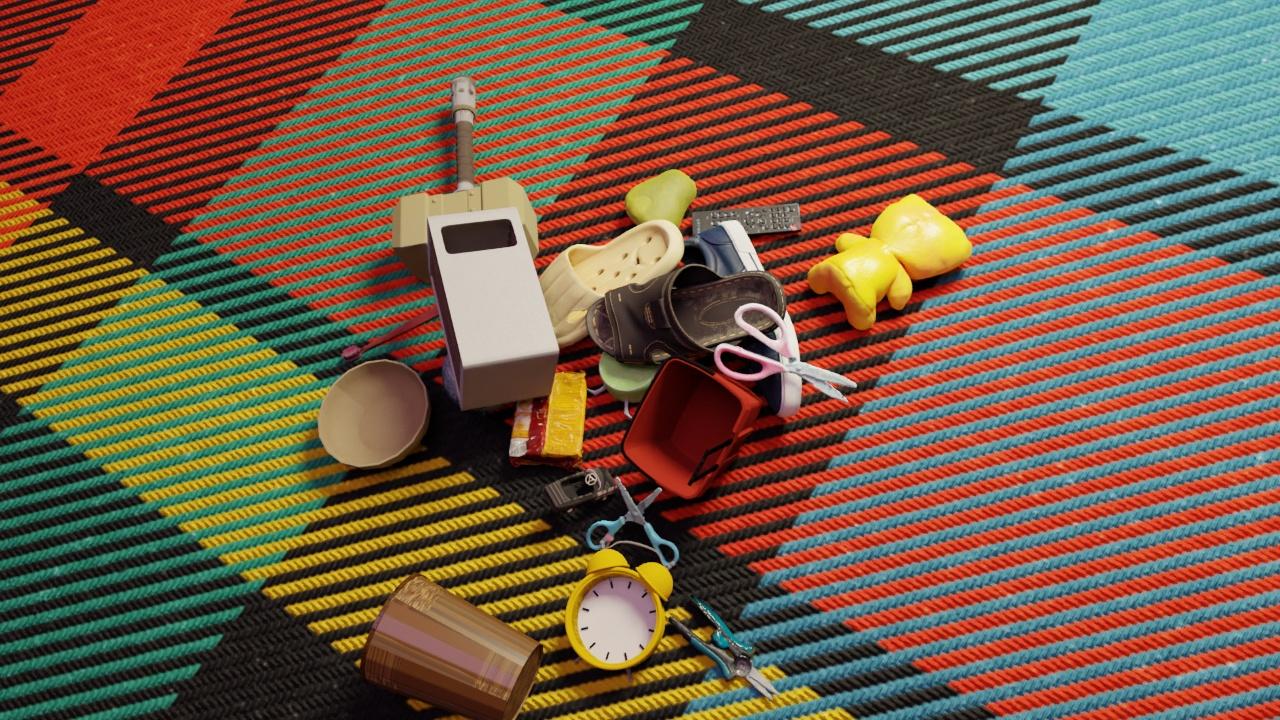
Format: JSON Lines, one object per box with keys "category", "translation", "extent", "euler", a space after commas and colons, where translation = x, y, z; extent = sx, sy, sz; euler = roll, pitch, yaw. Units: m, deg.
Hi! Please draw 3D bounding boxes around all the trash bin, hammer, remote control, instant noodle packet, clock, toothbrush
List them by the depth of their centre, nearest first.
{"category": "clock", "translation": [-0.024, 0.287, 1.068], "extent": [0.114, 0.052, 0.151], "euler": [13, 73, 16]}
{"category": "trash bin", "translation": [-0.193, -0.069, 1.169], "extent": [0.114, 0.115, 0.228], "euler": [-10, 62, -17]}
{"category": "instant noodle packet", "translation": [-0.118, 0.077, 1.190], "extent": [0.099, 0.040, 0.135], "euler": [-3, 65, 12]}
{"category": "clock", "translation": [-0.007, 0.007, 1.201], "extent": [0.094, 0.042, 0.119], "euler": [31, 73, 21]}
{"category": "remote control", "translation": [0.147, -0.190, 1.279], "extent": [0.150, 0.022, 0.047], "euler": [-4, 64, 7]}
{"category": "toothbrush", "translation": [-0.337, -0.048, 1.302], "extent": [0.190, 0.016, 0.016], "euler": [-28, 62, -3]}
{"category": "hammer", "translation": [-0.260, -0.289, 1.355], "extent": [0.190, 0.101, 0.324], "euler": [-9, 64, 6]}

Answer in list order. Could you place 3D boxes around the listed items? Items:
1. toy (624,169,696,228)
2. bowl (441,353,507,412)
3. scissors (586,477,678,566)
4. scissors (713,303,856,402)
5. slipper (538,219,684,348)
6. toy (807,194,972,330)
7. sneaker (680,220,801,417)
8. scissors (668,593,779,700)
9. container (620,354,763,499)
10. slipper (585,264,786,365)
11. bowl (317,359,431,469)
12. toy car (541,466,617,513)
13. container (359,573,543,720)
{"category": "toy", "translation": [0.034, -0.226, 1.299], "extent": [0.109, 0.051, 0.090], "euler": [-41, 67, -13]}
{"category": "bowl", "translation": [-0.217, 0.007, 1.230], "extent": [0.114, 0.061, 0.114], "euler": [-4, 64, 7]}
{"category": "scissors", "translation": [-0.002, 0.202, 1.090], "extent": [0.133, 0.135, 0.015], "euler": [40, 36, -4]}
{"category": "scissors", "translation": [0.180, -0.008, 1.063], "extent": [0.179, 0.016, 0.103], "euler": [18, 108, 0]}
{"category": "slipper", "translation": [-0.064, -0.107, 1.214], "extent": [0.262, 0.079, 0.111], "euler": [-30, 63, 13]}
{"category": "toy", "translation": [0.317, -0.139, 1.188], "extent": [0.193, 0.087, 0.134], "euler": [-33, 60, -5]}
{"category": "sneaker", "translation": [0.110, -0.047, 1.172], "extent": [0.127, 0.121, 0.294], "euler": [-15, 59, -11]}
{"category": "scissors", "translation": [0.097, 0.323, 1.045], "extent": [0.127, 0.019, 0.141], "euler": [-7, 66, 7]}
{"category": "container", "translation": [0.054, 0.079, 1.051], "extent": [0.127, 0.200, 0.148], "euler": [33, 104, 22]}
{"category": "slipper", "translation": [0.044, -0.054, 1.113], "extent": [0.268, 0.075, 0.113], "euler": [-8, 91, 28]}
{"category": "bowl", "translation": [-0.347, 0.078, 1.225], "extent": [0.152, 0.050, 0.152], "euler": [-4, 64, 8]}
{"category": "toy car", "translation": [-0.073, 0.157, 1.130], "extent": [0.092, 0.037, 0.040], "euler": [-14, 56, -34]}
{"category": "container", "translation": [-0.207, 0.335, 1.040], "extent": [0.167, 0.132, 0.132], "euler": [20, 70, 12]}
